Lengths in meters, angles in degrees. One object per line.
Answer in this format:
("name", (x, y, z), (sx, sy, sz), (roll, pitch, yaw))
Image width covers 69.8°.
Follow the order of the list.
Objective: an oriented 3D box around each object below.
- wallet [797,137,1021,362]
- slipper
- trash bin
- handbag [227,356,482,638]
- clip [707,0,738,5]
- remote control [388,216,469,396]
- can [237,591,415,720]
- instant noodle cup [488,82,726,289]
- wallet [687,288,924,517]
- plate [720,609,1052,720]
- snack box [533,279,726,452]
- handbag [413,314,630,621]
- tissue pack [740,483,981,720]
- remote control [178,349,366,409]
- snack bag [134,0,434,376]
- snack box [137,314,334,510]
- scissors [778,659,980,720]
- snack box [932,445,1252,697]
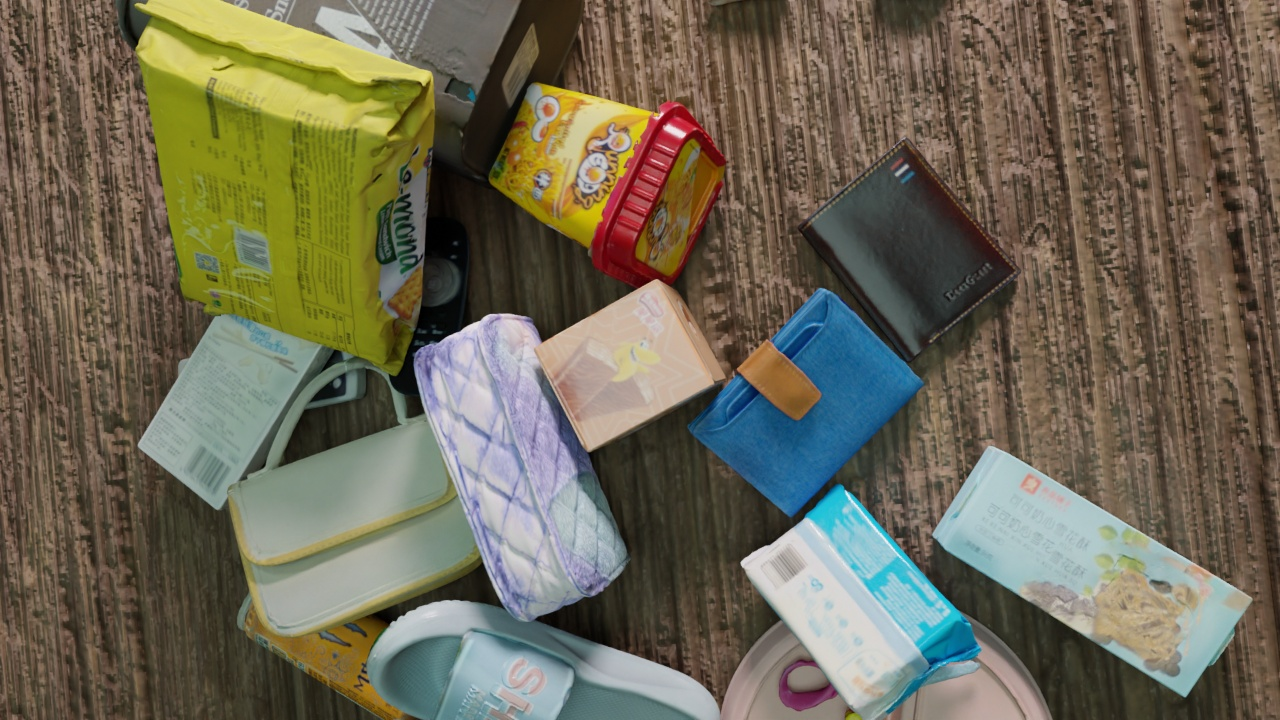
("wallet", (0.182, -0.075, 0.626), (0.096, 0.020, 0.122), (-39, 86, 8))
("slipper", (-0.061, 0.232, 0.600), (0.245, 0.074, 0.104), (20, 124, -14))
("trash bin", (-0.172, -0.234, 0.607), (0.220, 0.198, 0.199), (26, 94, 3))
("handbag", (-0.205, 0.088, 0.648), (0.163, 0.063, 0.178), (-20, 81, -14))
("clip", (0.074, -0.262, 0.642), (0.057, 0.024, 0.029), (8, 88, 14))
("remote control", (-0.154, -0.039, 0.676), (0.053, 0.024, 0.136), (4, 77, 10))
("can", (-0.219, 0.210, 0.676), (0.146, 0.058, 0.058), (27, 94, 9))
("instant noodle cup", (-0.024, -0.123, 0.621), (0.124, 0.116, 0.116), (27, 94, 20))
("wallet", (0.111, 0.029, 0.617), (0.106, 0.040, 0.133), (41, 97, -17))
("plate", (0.166, 0.273, 0.624), (0.230, 0.028, 0.229), (0, 90, 11))
("snack box", (-0.004, 0.004, 0.620), (0.094, 0.092, 0.077), (-29, 85, 9))
("handbag", (-0.079, 0.067, 0.613), (0.076, 0.134, 0.194), (-22, 86, 13))
("tissue pack", (0.138, 0.155, 0.590), (0.090, 0.063, 0.140), (-39, 55, -2))
("remote control", (-0.285, 0.014, 0.707), (0.150, 0.021, 0.058), (-12, 88, 11))
("snack bag", (-0.214, -0.093, 0.561), (0.158, 0.247, 0.068), (19, 48, -1))
("snack box", (-0.300, 0.024, 0.683), (0.085, 0.027, 0.157), (35, 96, 9))
("scissors", (0.152, 0.209, 0.606), (0.105, 0.017, 0.136), (40, 92, 14))
("snack box", (0.284, 0.131, 0.590), (0.175, 0.051, 0.074), (31, 96, 8))
